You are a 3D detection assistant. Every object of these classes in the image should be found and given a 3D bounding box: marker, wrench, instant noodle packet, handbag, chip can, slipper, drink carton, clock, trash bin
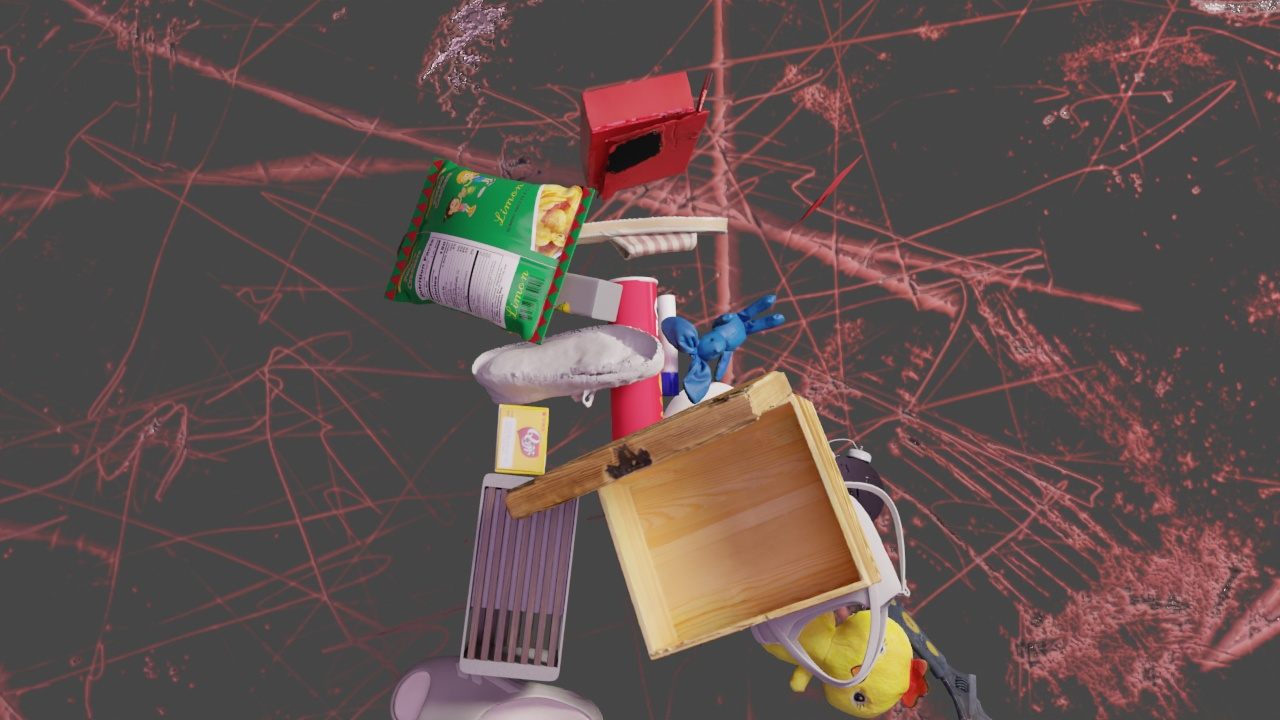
[{"bbox_3d":[0.036,-0.020,1.217,0.023,0.027,0.133,-6,82,30],"label":"marker"},{"bbox_3d":[0.361,0.367,1.184,0.273,0.022,0.073,50,39,7],"label":"wrench"},{"bbox_3d":[-0.192,-0.142,1.134,0.253,0.090,0.195,16,85,27],"label":"instant noodle packet"},{"bbox_3d":[0.226,0.276,1.106,0.216,0.095,0.222,-27,60,19],"label":"handbag"},{"bbox_3d":[-0.007,0.007,1.189,0.069,0.069,0.220,-2,83,-5],"label":"chip can"},{"bbox_3d":[-0.175,0.437,1.115,0.266,0.081,0.113,16,85,-3],"label":"slipper"},{"bbox_3d":[-0.088,0.014,1.145,0.247,0.075,0.112,-9,50,17],"label":"slipper"},{"bbox_3d":[-0.094,-0.086,1.167,0.125,0.076,0.048,13,93,27],"label":"drink carton"},{"bbox_3d":[0.268,0.165,1.208,0.094,0.035,0.122,-5,82,-5],"label":"clock"},{"bbox_3d":[-0.144,0.258,1.122,0.114,0.114,0.228,7,82,-4],"label":"trash bin"},{"bbox_3d":[-0.018,-0.156,1.192,0.263,0.115,0.052,-3,96,1],"label":"slipper"}]

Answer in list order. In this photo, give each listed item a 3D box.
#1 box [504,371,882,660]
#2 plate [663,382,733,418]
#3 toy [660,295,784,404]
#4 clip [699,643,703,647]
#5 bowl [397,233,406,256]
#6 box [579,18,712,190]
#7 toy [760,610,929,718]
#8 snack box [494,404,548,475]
[{"bbox_3d":[0.056,0.152,0.996,0.280,0.334,0.286,-26,70,19],"label":"box"},{"bbox_3d":[0.095,0.095,1.215,0.134,0.011,0.134,1,83,-4],"label":"plate"},{"bbox_3d":[0.103,-0.032,1.199,0.176,0.071,0.113,-33,99,-19],"label":"toy"},{"bbox_3d":[0.099,0.320,1.173,0.102,0.052,0.058,-48,128,-8],"label":"clip"},{"bbox_3d":[-0.262,-0.139,1.209,0.102,0.026,0.114,45,82,3],"label":"bowl"},{"bbox_3d":[-0.006,-0.320,1.160,0.164,0.214,0.153,-17,85,-6],"label":"box"},{"bbox_3d":[0.256,0.368,1.157,0.208,0.092,0.134,20,94,8],"label":"toy"},{"bbox_3d":[-0.148,0.101,1.147,0.061,0.106,0.083,4,83,-6],"label":"snack box"}]
